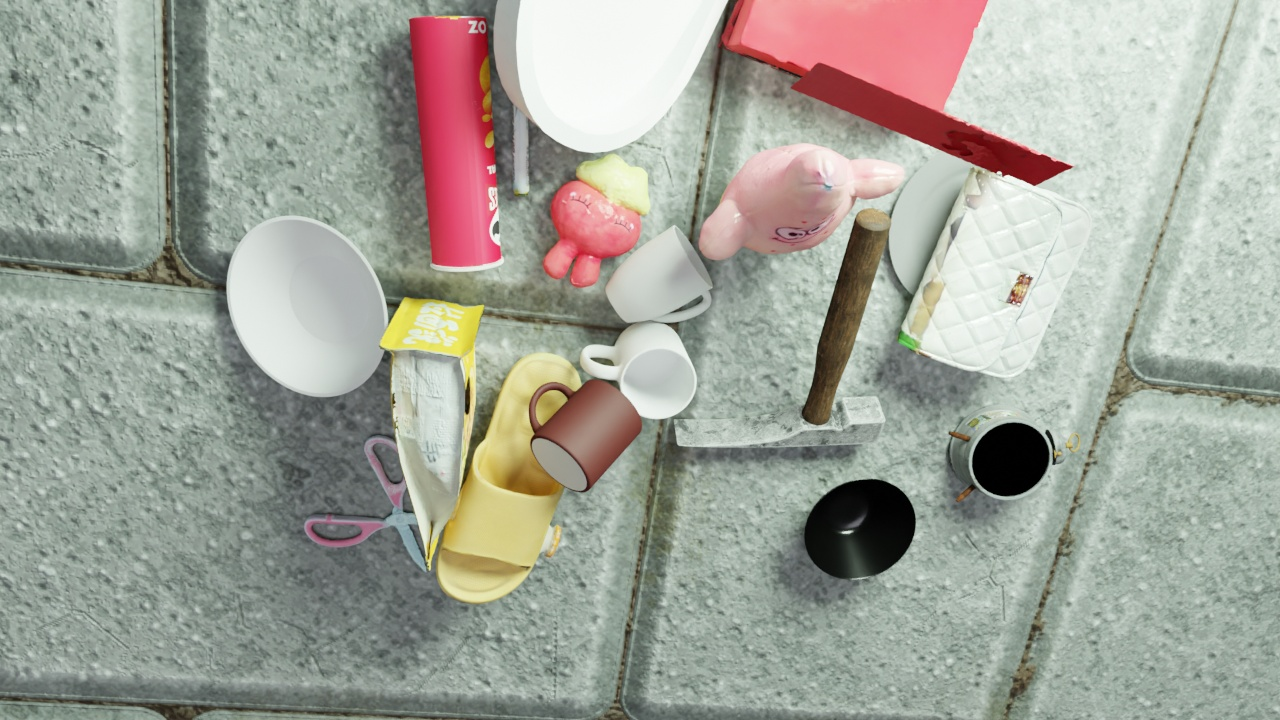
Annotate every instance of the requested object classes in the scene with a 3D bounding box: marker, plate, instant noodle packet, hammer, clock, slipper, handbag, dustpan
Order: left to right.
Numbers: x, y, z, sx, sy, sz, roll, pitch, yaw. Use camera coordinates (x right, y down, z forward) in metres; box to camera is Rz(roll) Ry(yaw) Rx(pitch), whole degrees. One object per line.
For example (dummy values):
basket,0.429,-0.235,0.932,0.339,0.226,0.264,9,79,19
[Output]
plate,-0.308,-0.053,0.875,0.174,0.036,0.174,5,109,16
instant noodle packet,-0.193,0.066,0.879,0.084,0.163,0.222,0,109,-8
slipper,-0.122,0.119,0.910,0.099,0.078,0.263,19,84,-16
marker,-0.113,-0.228,0.862,0.017,0.017,0.146,-1,109,-6
dustpan,-0.013,-0.306,0.779,0.191,0.053,0.258,20,110,-43
hammer,0.152,-0.019,0.883,0.217,0.037,0.301,-2,137,-5
plate,0.340,-0.135,0.943,0.178,0.012,0.178,-2,109,-5
handbag,0.354,-0.084,0.916,0.138,0.072,0.195,15,107,-10
clock,0.411,0.100,1.009,0.148,0.056,0.104,-9,101,2

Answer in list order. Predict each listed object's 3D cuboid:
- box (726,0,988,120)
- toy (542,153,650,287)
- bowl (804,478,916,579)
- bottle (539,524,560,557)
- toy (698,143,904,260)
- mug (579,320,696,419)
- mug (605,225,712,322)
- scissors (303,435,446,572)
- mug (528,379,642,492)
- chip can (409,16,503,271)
box,0.200,-0.406,0.910,0.212,0.373,0.148,15,138,-15
toy,-0.044,-0.134,0.886,0.091,0.045,0.135,31,97,-13
bowl,0.236,0.176,1.019,0.124,0.052,0.124,-2,109,-5
bottle,-0.140,0.178,0.975,0.108,0.063,0.063,20,106,-11
toy,0.137,-0.144,0.800,0.192,0.236,0.097,-20,95,1
mug,-0.005,0.005,0.915,0.110,0.090,0.074,7,108,-8
mug,0.023,-0.069,0.912,0.089,0.071,0.107,-31,137,14
scissors,-0.272,0.154,0.981,0.170,0.013,0.176,3,109,-7
mug,-0.065,0.063,0.880,0.106,0.082,0.073,34,148,15
chip can,-0.167,-0.197,0.840,0.069,0.069,0.221,-3,109,-5
